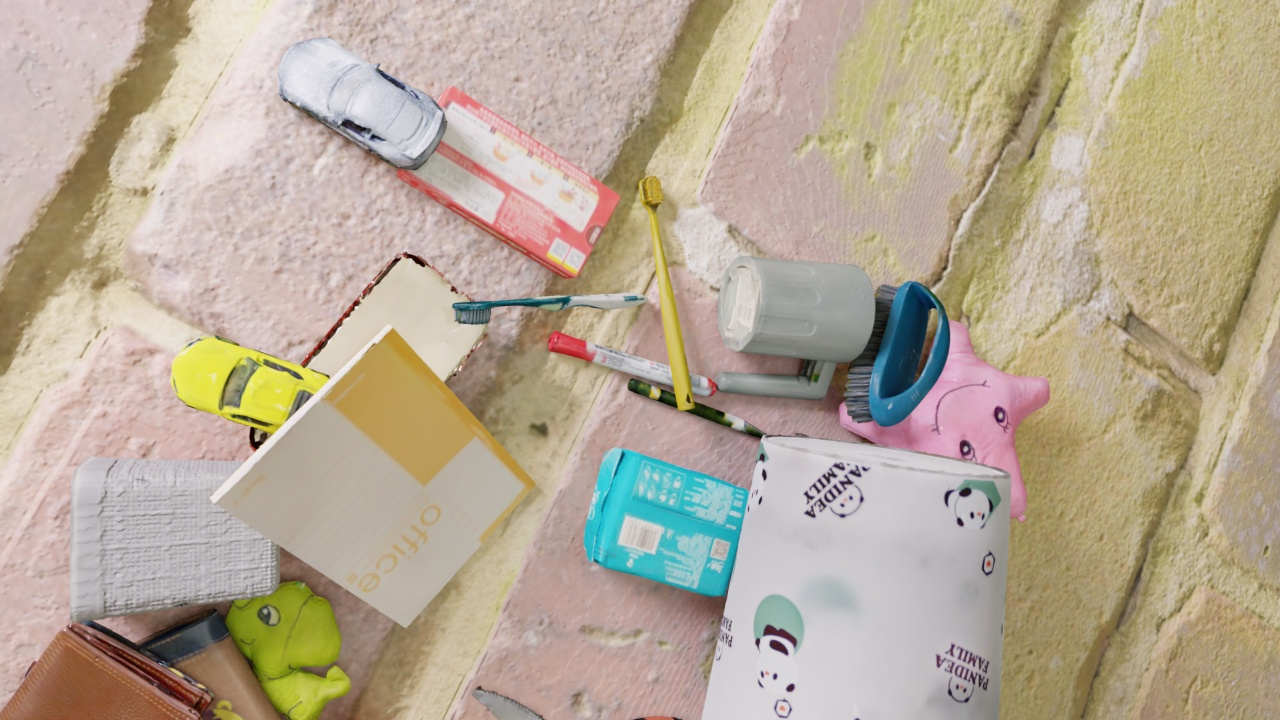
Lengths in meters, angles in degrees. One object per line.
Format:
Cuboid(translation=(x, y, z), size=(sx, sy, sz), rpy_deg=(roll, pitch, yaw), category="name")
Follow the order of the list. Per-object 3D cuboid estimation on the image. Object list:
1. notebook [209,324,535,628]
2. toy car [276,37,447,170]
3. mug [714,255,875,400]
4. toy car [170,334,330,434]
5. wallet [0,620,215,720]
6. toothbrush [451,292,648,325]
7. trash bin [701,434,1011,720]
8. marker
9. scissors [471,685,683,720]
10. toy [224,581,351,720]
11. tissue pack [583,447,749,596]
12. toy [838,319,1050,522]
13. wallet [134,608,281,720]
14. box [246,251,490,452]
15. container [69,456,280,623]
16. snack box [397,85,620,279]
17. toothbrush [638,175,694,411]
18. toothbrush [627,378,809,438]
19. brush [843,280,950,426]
Cuboid(translation=(-0.165, 0.087, 0.619), size=(0.145, 0.010, 0.206), rpy_deg=(-47, 140, -14), category="notebook")
Cuboid(translation=(-0.192, -0.179, 0.633), size=(0.120, 0.037, 0.054), rpy_deg=(30, 82, -1), category="toy car")
Cuboid(translation=(0.121, -0.024, 0.758), size=(0.103, 0.083, 0.124), rpy_deg=(4, 115, -21), category="mug")
Cuboid(translation=(-0.239, 0.018, 0.570), size=(0.105, 0.032, 0.048), rpy_deg=(20, 84, -5), category="toy car")
Cuboid(translation=(-0.345, 0.231, 0.575), size=(0.101, 0.032, 0.124), rpy_deg=(38, 99, -8), category="wallet")
Cuboid(translation=(-0.059, -0.039, 0.674), size=(0.191, 0.016, 0.018), rpy_deg=(-7, 105, -47), category="toothbrush")
Cuboid(translation=(0.164, 0.193, 0.691), size=(0.229, 0.230, 0.252), rpy_deg=(7, 90, -22), category="trash bin")
Cuboid(translation=(-0.004, 0.004, 0.736), size=(0.145, 0.017, 0.017), rpy_deg=(17, 85, -22), category="marker")
Cuboid(translation=(-0.043, 0.324, 0.730), size=(0.188, 0.015, 0.226), rpy_deg=(-28, 102, -19), category="scissors")
Cuboid(translation=(-0.243, 0.202, 0.638), size=(0.096, 0.031, 0.100), rpy_deg=(21, 90, -16), category="toy")
Cuboid(translation=(0.024, 0.130, 0.733), size=(0.133, 0.050, 0.093), rpy_deg=(21, 82, -21), category="tissue pack")
Cuboid(translation=(0.291, 0.063, 0.818), size=(0.194, 0.075, 0.178), rpy_deg=(-33, 82, -15), category="toy")
Cuboid(translation=(-0.294, 0.231, 0.609), size=(0.090, 0.033, 0.115), rpy_deg=(-24, 103, 3), category="wallet")
Cuboid(translation=(-0.183, 0.013, 0.632), size=(0.091, 0.078, 0.168), rpy_deg=(41, 78, -17), category="box")
Cuboid(translation=(-0.293, 0.108, 0.587), size=(0.114, 0.090, 0.090), rpy_deg=(1, 92, -25), category="container")
Cuboid(translation=(-0.097, -0.131, 0.690), size=(0.153, 0.025, 0.075), rpy_deg=(30, 80, -20), category="snack box")
Cuboid(translation=(0.023, -0.054, 0.733), size=(0.015, 0.017, 0.190), rpy_deg=(-9, 89, -24), category="toothbrush")
Cuboid(translation=(0.072, 0.047, 0.770), size=(0.185, 0.012, 0.017), rpy_deg=(21, 78, -21), category="toothbrush")
Cuboid(translation=(0.224, -0.008, 0.778), size=(0.055, 0.074, 0.143), rpy_deg=(48, 54, -36), category="brush")
